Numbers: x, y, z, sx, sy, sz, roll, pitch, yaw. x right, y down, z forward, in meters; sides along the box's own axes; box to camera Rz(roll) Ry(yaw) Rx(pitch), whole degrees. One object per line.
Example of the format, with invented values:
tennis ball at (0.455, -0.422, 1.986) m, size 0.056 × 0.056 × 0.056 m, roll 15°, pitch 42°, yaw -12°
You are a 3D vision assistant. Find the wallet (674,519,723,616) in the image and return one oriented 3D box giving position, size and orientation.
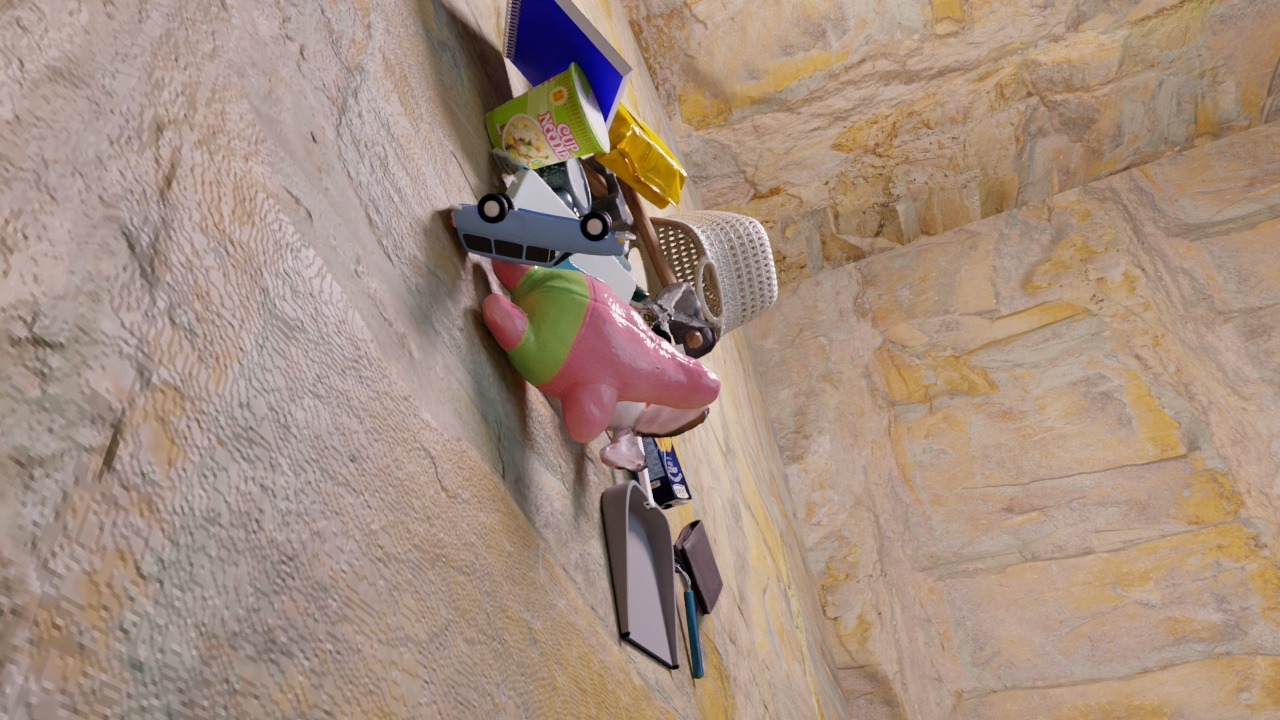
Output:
wallet at (0.077, 0.273, 1.215) m, size 0.119 × 0.031 × 0.099 m, roll -27°, pitch 96°, yaw -76°

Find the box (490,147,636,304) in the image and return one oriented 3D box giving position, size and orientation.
box at (-0.084, -0.126, 0.957) m, size 0.197 × 0.075 × 0.125 m, roll 45°, pitch 7°, yaw -42°

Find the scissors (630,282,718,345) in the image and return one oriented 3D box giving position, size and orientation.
scissors at (-0.004, -0.043, 1.032) m, size 0.203 × 0.201 × 0.015 m, roll -86°, pitch -164°, yaw -45°

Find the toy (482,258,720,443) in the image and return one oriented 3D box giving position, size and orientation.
toy at (-0.034, -0.011, 0.812) m, size 0.236 × 0.097 × 0.191 m, roll 25°, pitch 42°, yaw -19°

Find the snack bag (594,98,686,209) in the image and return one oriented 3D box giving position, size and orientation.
snack bag at (-0.034, -0.312, 1.247) m, size 0.159 × 0.068 × 0.247 m, roll 31°, pitch 20°, yaw -49°

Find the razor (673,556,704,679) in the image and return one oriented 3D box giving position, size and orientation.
razor at (0.057, 0.301, 1.083) m, size 0.042 × 0.022 × 0.143 m, roll 50°, pitch 25°, yaw -59°

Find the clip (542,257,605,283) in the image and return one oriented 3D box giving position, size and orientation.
clip at (-0.081, -0.116, 0.885) m, size 0.126 × 0.028 × 0.113 m, roll -22°, pitch 107°, yaw -48°

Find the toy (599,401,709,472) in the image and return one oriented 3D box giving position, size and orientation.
toy at (-0.047, 0.016, 0.922) m, size 0.205 × 0.130 × 0.106 m, roll 53°, pitch -31°, yaw -1°

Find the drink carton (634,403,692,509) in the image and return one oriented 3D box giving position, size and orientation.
drink carton at (0.015, 0.113, 1.090) m, size 0.064 × 0.040 × 0.130 m, roll 19°, pitch 49°, yaw -66°

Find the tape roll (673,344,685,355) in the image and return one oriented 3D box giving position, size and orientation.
tape roll at (-0.006, 0.006, 1.064) m, size 0.091 × 0.093 × 0.016 m, roll -11°, pitch 81°, yaw -42°

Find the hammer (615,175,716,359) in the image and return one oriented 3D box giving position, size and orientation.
hammer at (0.020, -0.145, 1.220) m, size 0.098 × 0.052 × 0.328 m, roll 58°, pitch 9°, yaw -54°

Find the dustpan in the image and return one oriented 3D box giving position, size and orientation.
dustpan at (0.002, 0.180, 0.972) m, size 0.163 × 0.033 × 0.257 m, roll 55°, pitch 19°, yaw -56°

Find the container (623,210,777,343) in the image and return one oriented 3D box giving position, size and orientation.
container at (0.085, -0.131, 1.337) m, size 0.246 × 0.142 × 0.185 m, roll 27°, pitch -45°, yaw 61°

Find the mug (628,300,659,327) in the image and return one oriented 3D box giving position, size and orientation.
mug at (-0.006, -0.010, 1.170) m, size 0.105 × 0.073 × 0.089 m, roll 98°, pitch -13°, yaw -48°

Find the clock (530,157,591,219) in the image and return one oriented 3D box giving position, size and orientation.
clock at (-0.093, -0.190, 1.069) m, size 0.090 × 0.052 × 0.129 m, roll 52°, pitch 27°, yaw -61°

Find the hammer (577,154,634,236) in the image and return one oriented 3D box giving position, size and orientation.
hammer at (-0.088, -0.265, 1.228) m, size 0.322 × 0.051 × 0.117 m, roll 28°, pitch 42°, yaw -71°

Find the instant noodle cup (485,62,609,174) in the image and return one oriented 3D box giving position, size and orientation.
instant noodle cup at (-0.100, -0.247, 0.969) m, size 0.098 × 0.108 × 0.099 m, roll -18°, pitch 89°, yaw -79°

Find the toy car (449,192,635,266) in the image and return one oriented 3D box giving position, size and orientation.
toy car at (-0.081, -0.105, 0.762) m, size 0.056 × 0.153 × 0.055 m, roll -87°, pitch -174°, yaw -79°

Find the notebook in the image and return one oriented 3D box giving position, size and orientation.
notebook at (-0.089, -0.338, 1.029) m, size 0.171 × 0.022 × 0.209 m, roll 48°, pitch -14°, yaw -1°
